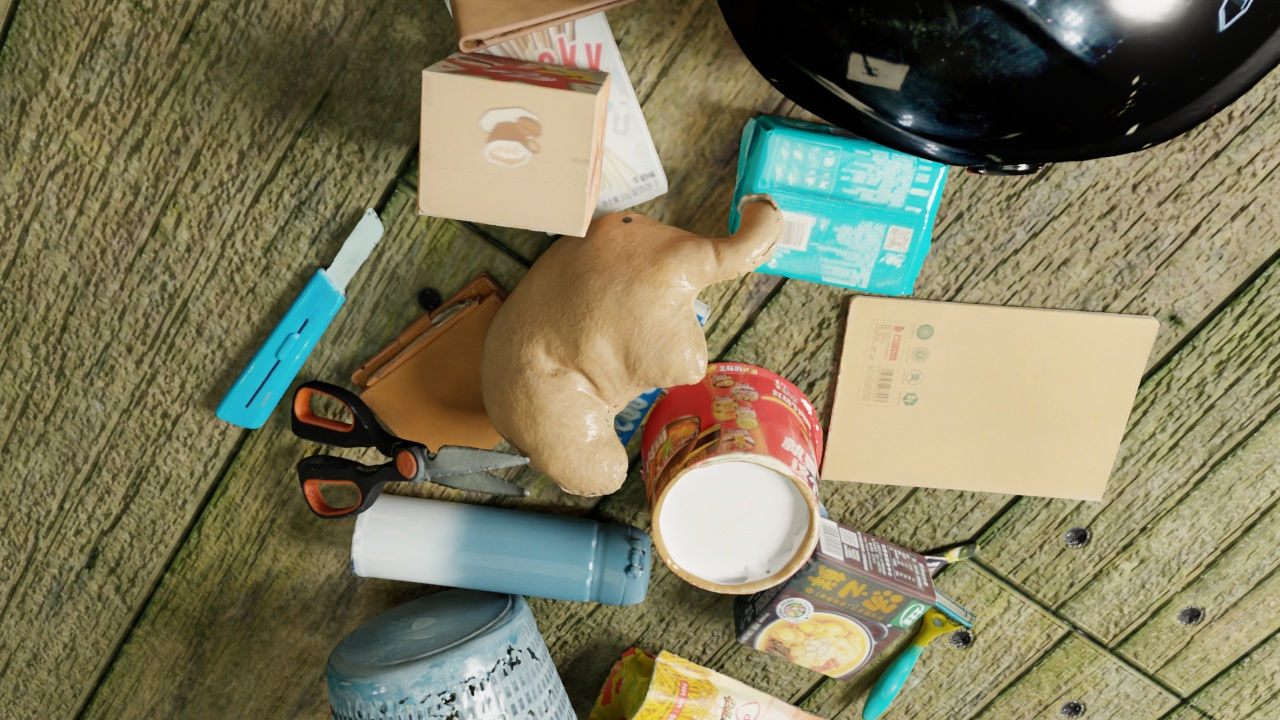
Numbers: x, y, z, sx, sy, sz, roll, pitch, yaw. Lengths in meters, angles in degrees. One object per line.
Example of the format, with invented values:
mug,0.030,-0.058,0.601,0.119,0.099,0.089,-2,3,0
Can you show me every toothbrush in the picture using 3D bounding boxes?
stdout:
toothbrush,0.171,0.168,0.717,0.186,0.012,0.017,-18,102,11

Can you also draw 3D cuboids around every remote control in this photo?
remote control,-0.004,0.004,0.643,0.049,0.024,0.125,29,110,-10

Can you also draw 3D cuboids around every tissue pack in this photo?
tissue pack,0.123,-0.097,0.576,0.133,0.050,0.093,10,113,-2

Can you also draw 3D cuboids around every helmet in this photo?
helmet,0.165,-0.206,0.427,0.275,0.229,0.234,27,120,33

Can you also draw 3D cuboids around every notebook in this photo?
notebook,0.242,0.030,0.651,0.207,0.008,0.148,4,115,1

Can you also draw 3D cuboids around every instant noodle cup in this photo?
instant noodle cup,0.064,0.084,0.630,0.138,0.108,0.138,1,115,2

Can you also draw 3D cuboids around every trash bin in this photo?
trash bin,-0.134,0.286,0.686,0.227,0.226,0.195,-12,97,8

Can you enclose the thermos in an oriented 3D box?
thermos,-0.101,0.144,0.692,0.220,0.070,0.070,8,115,-1

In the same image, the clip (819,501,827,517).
clip,0.115,0.125,0.698,0.056,0.026,0.024,-35,111,3

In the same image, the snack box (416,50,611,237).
snack box,-0.068,-0.125,0.518,0.093,0.094,0.077,8,115,-1

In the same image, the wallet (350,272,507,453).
wallet,-0.126,0.014,0.650,0.132,0.031,0.108,-35,110,16

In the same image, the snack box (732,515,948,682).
snack box,0.151,0.179,0.685,0.125,0.053,0.113,23,124,-12

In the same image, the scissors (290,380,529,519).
scissors,-0.161,0.080,0.625,0.234,0.021,0.161,29,114,27

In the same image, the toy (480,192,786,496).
toy,-0.014,-0.028,0.566,0.143,0.082,0.226,43,107,19

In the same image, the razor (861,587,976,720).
razor,0.216,0.242,0.739,0.043,0.028,0.133,32,111,14

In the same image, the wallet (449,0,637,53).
wallet,-0.057,-0.235,0.513,0.115,0.020,0.101,-15,82,6

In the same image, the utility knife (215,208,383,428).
utility knife,-0.237,-0.026,0.645,0.034,0.018,0.203,37,110,-13

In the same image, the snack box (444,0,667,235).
snack box,-0.048,-0.163,0.567,0.085,0.026,0.157,-18,113,11

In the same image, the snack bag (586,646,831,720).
snack bag,0.065,0.314,0.769,0.208,0.073,0.129,34,111,-20
